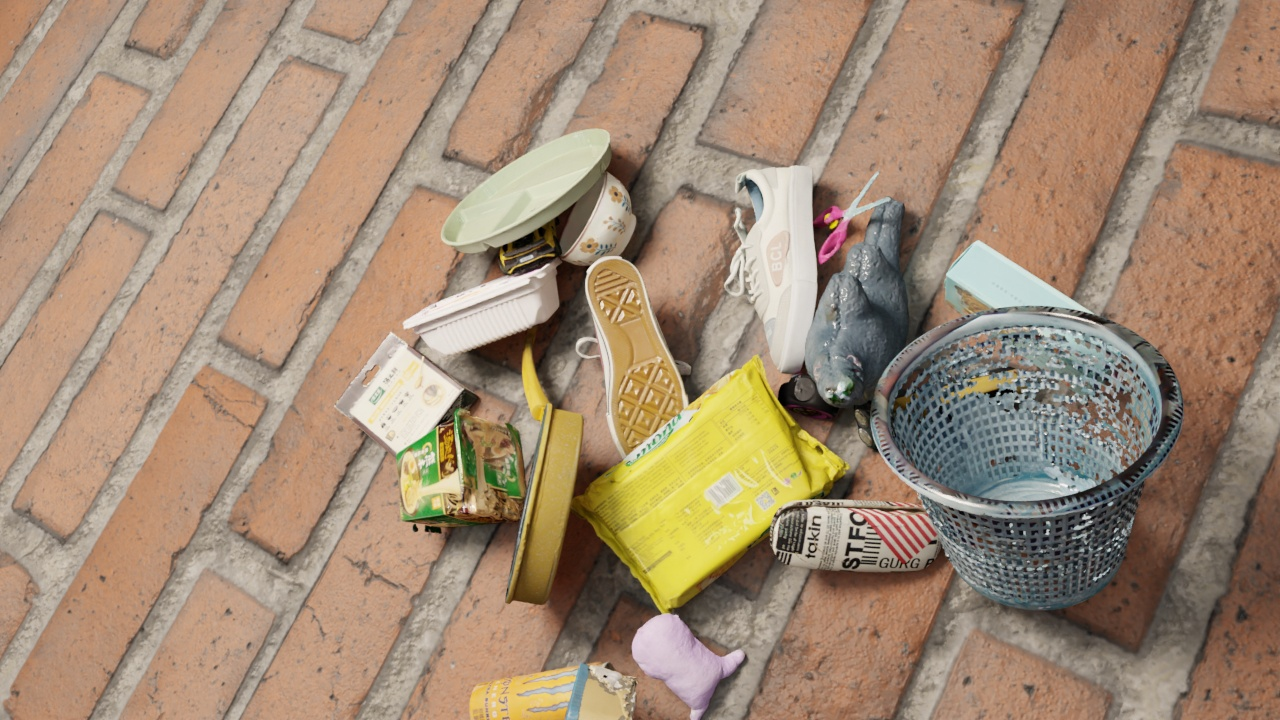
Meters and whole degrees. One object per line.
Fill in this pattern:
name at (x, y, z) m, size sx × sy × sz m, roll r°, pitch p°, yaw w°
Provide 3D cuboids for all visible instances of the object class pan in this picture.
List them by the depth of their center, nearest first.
pan at (-0.108, 0.085, 0.961) m, size 0.078 × 0.198 × 0.356 m, roll 12°, pitch 42°, yaw -7°

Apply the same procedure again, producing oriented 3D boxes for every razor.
razor at (0.297, 0.045, 0.906) m, size 0.167 × 0.062 × 0.067 m, roll -17°, pitch 36°, yaw 6°

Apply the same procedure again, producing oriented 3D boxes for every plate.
plate at (-0.131, -0.197, 1.071) m, size 0.230 × 0.027 × 0.229 m, roll -24°, pitch 30°, yaw 14°

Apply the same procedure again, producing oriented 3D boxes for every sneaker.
sneaker at (0.137, -0.103, 0.982) m, size 0.091 × 0.090 × 0.241 m, roll 3°, pitch 68°, yaw 2°
sneaker at (-0.006, 0.006, 0.996) m, size 0.118 × 0.088 × 0.241 m, roll -15°, pitch 92°, yaw 0°

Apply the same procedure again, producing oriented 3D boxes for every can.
can at (-0.096, 0.344, 0.924) m, size 0.146 × 0.058 × 0.058 m, roll -14°, pitch 68°, yaw 13°

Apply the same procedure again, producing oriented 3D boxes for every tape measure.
tape measure at (0.177, 0.035, 0.943) m, size 0.058 × 0.057 × 0.039 m, roll 18°, pitch 77°, yaw -10°

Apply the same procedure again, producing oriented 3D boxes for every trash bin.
trash bin at (0.325, 0.098, 0.778) m, size 0.227 × 0.195 × 0.226 m, roll -14°, pitch 39°, yaw 12°

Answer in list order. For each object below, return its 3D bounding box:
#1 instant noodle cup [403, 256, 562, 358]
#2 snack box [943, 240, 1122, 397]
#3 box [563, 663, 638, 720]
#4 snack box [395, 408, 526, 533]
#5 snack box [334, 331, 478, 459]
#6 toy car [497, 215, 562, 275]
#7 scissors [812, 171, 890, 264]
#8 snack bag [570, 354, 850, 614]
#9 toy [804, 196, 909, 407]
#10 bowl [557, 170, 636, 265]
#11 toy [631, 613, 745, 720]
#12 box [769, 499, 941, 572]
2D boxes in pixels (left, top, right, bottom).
instant noodle cup at (-0.170, -0.057, 1.054) m, size 0.173 × 0.137 × 0.060 m, roll -18°, pitch 102°, yaw 10°
snack box at (0.381, -0.040, 0.894) m, size 0.175 × 0.074 × 0.051 m, roll 41°, pitch 87°, yaw 25°
box at (-0.054, 0.380, 0.850) m, size 0.062 × 0.089 × 0.184 m, roll 17°, pitch 105°, yaw 0°
snack box at (-0.203, 0.128, 1.009) m, size 0.106 × 0.118 × 0.117 m, roll -18°, pitch 67°, yaw 22°
snack box at (-0.276, 0.049, 1.084) m, size 0.126 × 0.053 × 0.113 m, roll 35°, pitch 85°, yaw 25°
toy car at (-0.131, -0.148, 1.073) m, size 0.071 × 0.041 × 0.155 m, roll -20°, pitch 30°, yaw 7°
scissors at (0.216, -0.151, 0.967) m, size 0.017 × 0.134 × 0.133 m, roll 42°, pitch 69°, yaw -17°
snack bag at (0.068, 0.129, 0.917) m, size 0.246 × 0.068 × 0.158 m, roll -39°, pitch 84°, yaw 2°
toy at (0.214, -0.035, 0.892) m, size 0.091 × 0.138 × 0.355 m, roll 11°, pitch 36°, yaw 17°
bowl at (-0.044, -0.157, 1.065) m, size 0.062 × 0.114 × 0.113 m, roll 24°, pitch 77°, yaw -21°
toy at (0.041, 0.291, 0.894) m, size 0.108 × 0.039 × 0.084 m, roll 41°, pitch 84°, yaw -9°
box at (0.205, 0.168, 0.866) m, size 0.164 × 0.060 × 0.072 m, roll 0°, pitch 86°, yaw -3°
